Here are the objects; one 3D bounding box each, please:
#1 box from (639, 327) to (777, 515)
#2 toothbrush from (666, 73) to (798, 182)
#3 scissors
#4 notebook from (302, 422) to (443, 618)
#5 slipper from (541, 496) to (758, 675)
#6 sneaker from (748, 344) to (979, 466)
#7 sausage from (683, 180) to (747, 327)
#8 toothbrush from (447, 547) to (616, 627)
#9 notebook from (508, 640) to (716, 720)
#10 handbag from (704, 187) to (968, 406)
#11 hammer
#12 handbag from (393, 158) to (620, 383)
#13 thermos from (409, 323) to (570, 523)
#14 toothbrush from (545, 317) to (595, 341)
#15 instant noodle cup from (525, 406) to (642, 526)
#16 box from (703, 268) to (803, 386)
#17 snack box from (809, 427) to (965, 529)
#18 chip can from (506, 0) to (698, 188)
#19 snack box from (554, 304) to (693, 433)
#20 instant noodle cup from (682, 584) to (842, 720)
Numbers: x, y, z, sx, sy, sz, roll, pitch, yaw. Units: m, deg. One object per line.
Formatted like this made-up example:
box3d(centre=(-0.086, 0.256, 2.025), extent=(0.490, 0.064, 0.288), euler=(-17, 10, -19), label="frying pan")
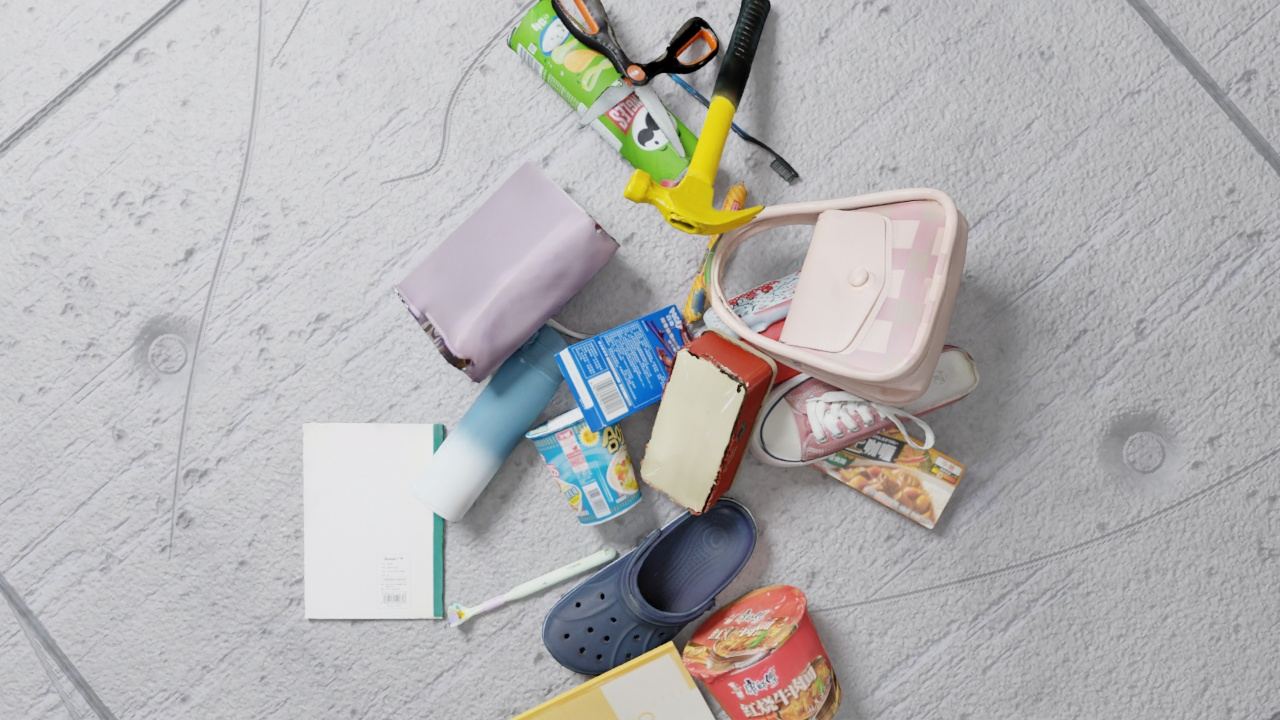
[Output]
box3d(centre=(0.057, 0.063, 0.890), extent=(0.091, 0.077, 0.169), euler=(31, 126, 22), label="box")
box3d(centre=(0.092, -0.252, 0.975), extent=(0.189, 0.014, 0.016), euler=(40, 114, 3), label="toothbrush")
box3d(centre=(-0.007, -0.302, 0.917), extent=(0.221, 0.022, 0.232), euler=(45, 57, 3), label="scissors")
box3d(centre=(-0.284, 0.171, 0.977), extent=(0.150, 0.012, 0.209), euler=(0, 90, 0), label="notebook")
box3d(centre=(0.017, 0.236, 0.928), extent=(0.252, 0.095, 0.105), euler=(-37, 85, -3), label="slipper")
box3d(centre=(0.220, 0.041, 0.900), extent=(0.241, 0.088, 0.118), euler=(-18, 86, 2), label="sneaker")
box3d(centre=(0.079, -0.112, 0.967), extent=(0.021, 0.021, 0.165), euler=(20, 90, 2), label="sausage")
box3d(centre=(-0.114, 0.237, 0.968), extent=(0.189, 0.029, 0.020), euler=(-22, 130, 0), label="toothbrush")
box3d(centre=(-0.030, 0.385, 0.940), extent=(0.206, 0.010, 0.146), euler=(-26, 111, 1), label="notebook")
box3d(centre=(0.175, -0.073, 0.864), extent=(0.234, 0.093, 0.193), euler=(14, 73, 23), label="handbag")
box3d(centre=(0.082, -0.249, 0.904), extent=(0.128, 0.033, 0.300), euler=(24, 64, -13), label="hammer")
box3d(centre=(-0.129, -0.086, 0.914), extent=(0.197, 0.145, 0.098), euler=(-44, 132, 2), label="handbag")
box3d(centre=(-0.149, 0.061, 0.945), extent=(0.070, 0.070, 0.220), euler=(36, 87, 2), label="thermos")
box3d(centre=(-0.054, -0.027, 0.973), extent=(0.187, 0.016, 0.017), euler=(22, 81, 2), label="toothbrush")
box3d(centre=(-0.050, 0.105, 0.935), extent=(0.099, 0.099, 0.110), euler=(-23, 95, 1), label="instant noodle cup")
box3d(centre=(0.169, -0.056, 0.948), extent=(0.201, 0.095, 0.100), euler=(-24, 50, 0), label="box")
box3d(centre=(0.251, 0.106, 0.955), extent=(0.154, 0.026, 0.075), euler=(29, 89, 2), label="snack box")
box3d(centre=(-0.032, -0.270, 0.949), extent=(0.236, 0.072, 0.072), euler=(44, 90, 3), label="chip can")
box3d(centre=(-0.005, 0.005, 0.919), extent=(0.156, 0.026, 0.084), euler=(-24, 87, -41), label="snack box")
box3d(centre=(0.127, 0.306, 0.909), extent=(0.138, 0.138, 0.108), euler=(-31, 97, 1), label="instant noodle cup")
